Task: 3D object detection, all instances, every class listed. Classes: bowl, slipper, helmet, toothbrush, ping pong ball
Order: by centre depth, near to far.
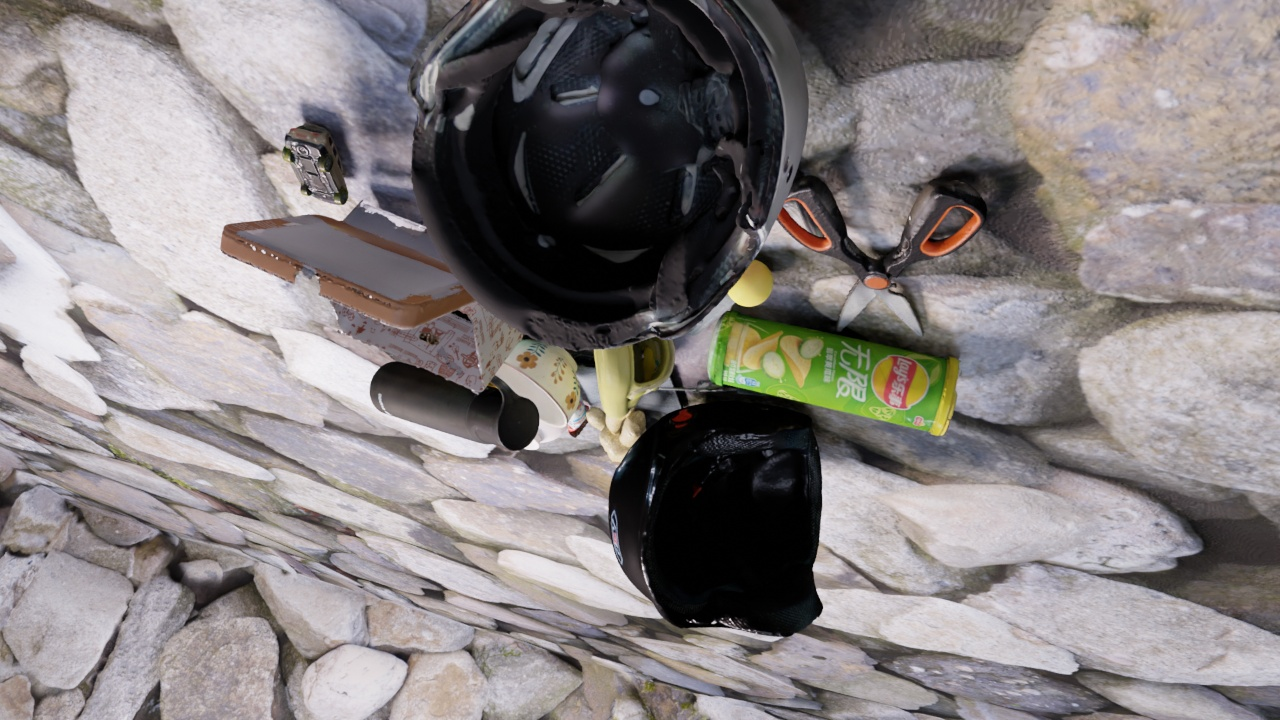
[{"bbox_3d":[-0.009,-0.142,0.569,0.230,0.156,0.275,43,139,-3],"label":"helmet"},{"bbox_3d":[0.105,-0.144,0.662,0.016,0.018,0.181,-6,146,26],"label":"toothbrush"},{"bbox_3d":[0.093,-0.066,0.782,0.040,0.040,0.040,15,152,8],"label":"ping pong ball"},{"bbox_3d":[-0.005,0.005,0.903,0.081,0.091,0.190,-5,170,0],"label":"slipper"},{"bbox_3d":[0.076,0.159,0.976,0.274,0.233,0.231,-11,-169,-36],"label":"helmet"},{"bbox_3d":[-0.109,0.014,1.003,0.113,0.062,0.114,32,159,14],"label":"bowl"},{"bbox_3d":[-0.140,0.072,1.152,0.118,0.064,0.118,15,152,8],"label":"bowl"}]

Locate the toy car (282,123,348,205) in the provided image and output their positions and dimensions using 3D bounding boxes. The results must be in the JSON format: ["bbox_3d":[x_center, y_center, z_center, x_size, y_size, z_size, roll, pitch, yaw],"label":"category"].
[{"bbox_3d":[-0.290,-0.174,0.830,0.042,0.035,0.091,17,153,6],"label":"toy car"}]

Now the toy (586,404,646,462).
[{"bbox_3d":[-0.018,0.084,1.087,0.105,0.066,0.157,42,164,12],"label":"toy"}]

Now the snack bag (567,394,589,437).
[{"bbox_3d":[-0.082,0.056,1.101,0.026,0.045,0.105,35,165,21],"label":"snack bag"}]

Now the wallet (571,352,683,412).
[{"bbox_3d":[-0.014,0.028,1.046,0.121,0.019,0.097,8,152,18],"label":"wallet"}]

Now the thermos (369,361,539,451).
[{"bbox_3d":[-0.219,0.040,1.054,0.243,0.068,0.090,9,119,41],"label":"thermos"}]

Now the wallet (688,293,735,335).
[{"bbox_3d":[0.012,-0.067,0.836,0.129,0.036,0.107,25,151,-11],"label":"wallet"}]

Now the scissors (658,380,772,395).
[{"bbox_3d":[0.079,0.026,0.905,0.166,0.014,0.163,3,180,-15],"label":"scissors"}]

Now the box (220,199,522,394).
[{"bbox_3d":[-0.217,-0.069,0.816,0.179,0.130,0.272,22,174,12],"label":"box"}]

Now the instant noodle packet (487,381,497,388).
[{"bbox_3d":[-0.196,-0.003,1.073,0.111,0.044,0.128,3,145,40],"label":"instant noodle packet"}]

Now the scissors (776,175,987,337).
[{"bbox_3d":[0.181,-0.082,0.719,0.224,0.021,0.221,23,154,-18],"label":"scissors"}]

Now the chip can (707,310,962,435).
[{"bbox_3d":[0.171,0.009,0.836,0.221,0.072,0.073,13,152,12],"label":"chip can"}]
